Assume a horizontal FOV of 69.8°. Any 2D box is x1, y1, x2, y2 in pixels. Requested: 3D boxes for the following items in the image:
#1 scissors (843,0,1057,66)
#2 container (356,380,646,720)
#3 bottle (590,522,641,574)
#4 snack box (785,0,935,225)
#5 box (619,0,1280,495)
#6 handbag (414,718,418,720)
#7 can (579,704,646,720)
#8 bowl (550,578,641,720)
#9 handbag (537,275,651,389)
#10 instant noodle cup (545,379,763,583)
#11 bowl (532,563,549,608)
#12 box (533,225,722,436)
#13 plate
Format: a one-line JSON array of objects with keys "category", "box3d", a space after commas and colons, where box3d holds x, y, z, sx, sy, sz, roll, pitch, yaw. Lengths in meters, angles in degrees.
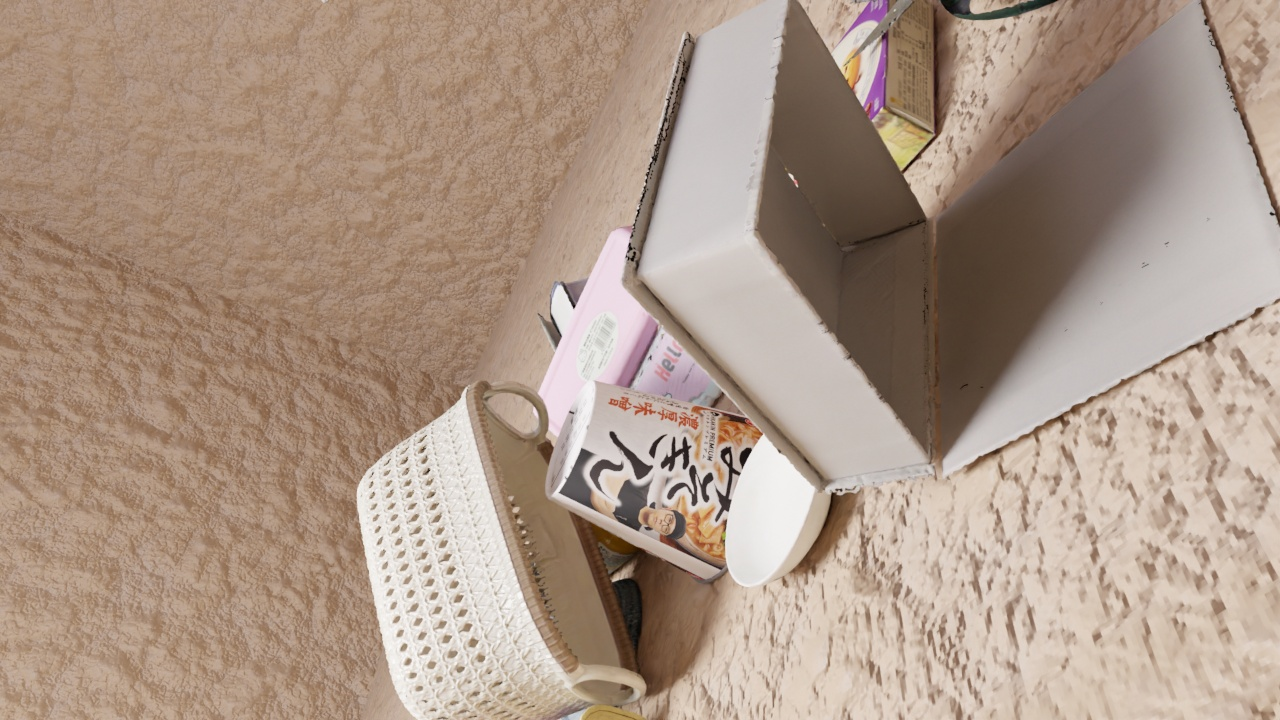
[{"category": "scissors", "box3d": [0.206, -0.259, 0.543, 0.202, 0.015, 0.202, -61, 29, -4]}, {"category": "container", "box3d": [-0.103, 0.150, 0.669, 0.143, 0.184, 0.246, -28, 54, 6]}, {"category": "bottle", "box3d": [-0.023, 0.147, 0.786, 0.187, 0.053, 0.053, 130, 158, -53]}, {"category": "snack box", "box3d": [0.144, -0.162, 0.641, 0.148, 0.040, 0.143, 129, 159, -51]}, {"category": "box", "box3d": [0.220, -0.050, 0.374, 0.174, 0.423, 0.167, 71, -155, -50]}, {"category": "handbag", "box3d": [-0.149, 0.404, 0.683, 0.210, 0.103, 0.209, -96, 9, -63]}, {"category": "can", "box3d": [-0.035, 0.298, 0.589, 0.116, 0.056, 0.092, -84, 19, -49]}, {"category": "bowl", "box3d": [-0.054, 0.237, 0.754, 0.137, 0.057, 0.137, -159, 91, -77]}, {"category": "handbag", "box3d": [-0.048, 0.011, 0.915, 0.151, 0.074, 0.176, 65, 161, 16]}, {"category": "instant noodle cup", "box3d": [0.007, 0.075, 0.632, 0.124, 0.121, 0.123, -159, 91, -77]}, {"category": "bowl", "box3d": [-0.110, 0.261, 0.944, 0.111, 0.055, 0.110, -60, 15, 28]}, {"category": "box", "box3d": [-0.004, 0.005, 0.773, 0.152, 0.038, 0.202, 39, 116, 29]}, {"category": "plate", "box3d": [0.084, 0.082, 0.525, 0.104, 0.026, 0.104, -159, 91, -76]}]
